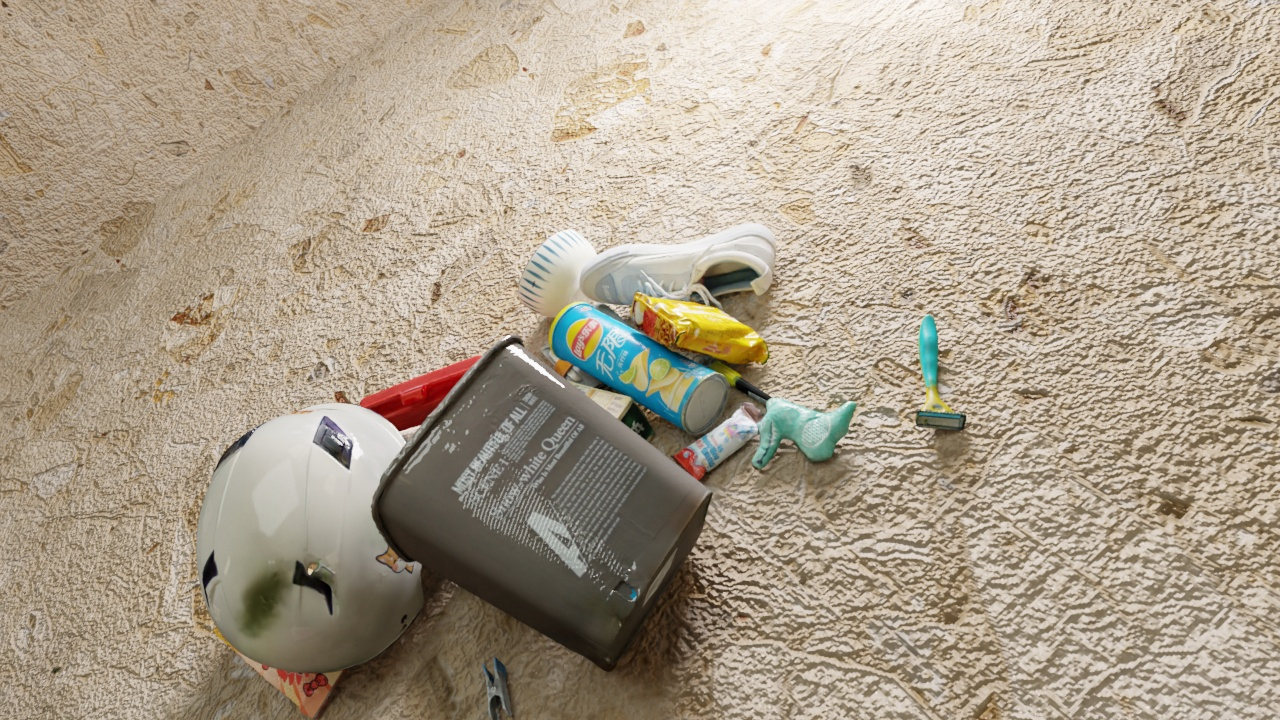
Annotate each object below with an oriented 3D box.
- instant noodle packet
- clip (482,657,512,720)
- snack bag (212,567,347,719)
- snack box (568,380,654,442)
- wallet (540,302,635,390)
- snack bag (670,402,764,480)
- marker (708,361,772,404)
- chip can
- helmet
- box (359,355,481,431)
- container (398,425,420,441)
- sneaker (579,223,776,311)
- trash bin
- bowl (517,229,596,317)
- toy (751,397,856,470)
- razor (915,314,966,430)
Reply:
[{"bbox_3d":[0.062,-0.033,0.977,0.111,0.128,0.044,43,118,50],"label":"instant noodle packet"},{"bbox_3d":[-0.129,0.298,0.825,0.037,0.026,0.058,-24,42,0],"label":"clip"},{"bbox_3d":[-0.373,0.285,0.992,0.208,0.073,0.128,15,58,36],"label":"snack bag"},{"bbox_3d":[-0.099,0.133,0.948,0.115,0.063,0.239,11,56,43],"label":"snack box"},{"bbox_3d":[-0.057,-0.014,1.099,0.106,0.037,0.130,-38,38,-7],"label":"wallet"},{"bbox_3d":[0.079,0.082,0.906,0.105,0.026,0.045,-35,42,-7],"label":"snack bag"},{"bbox_3d":[0.113,0.028,0.946,0.015,0.018,0.124,-47,40,-9],"label":"marker"},{"bbox_3d":[-0.006,0.006,0.984,0.210,0.071,0.071,29,68,38],"label":"chip can"},{"bbox_3d":[-0.332,0.169,0.890,0.230,0.157,0.274,-4,81,7],"label":"helmet"},{"bbox_3d":[-0.238,0.077,1.071,0.201,0.094,0.100,-19,51,25],"label":"box"},{"bbox_3d":[-0.225,0.110,1.004,0.111,0.090,0.090,-12,3,26],"label":"container"},{"bbox_3d":[0.041,-0.090,1.078,0.243,0.089,0.090,-10,47,18],"label":"sneaker"},{"bbox_3d":[-0.074,0.131,0.782,0.220,0.199,0.198,31,66,15],"label":"trash bin"},{"bbox_3d":[-0.094,-0.102,1.171,0.066,0.117,0.116,36,71,18],"label":"bowl"},{"bbox_3d":[0.147,0.068,0.867,0.092,0.030,0.096,23,77,41],"label":"toy"},{"bbox_3d":[0.270,0.010,0.846,0.043,0.028,0.132,3,49,6],"label":"razor"}]
